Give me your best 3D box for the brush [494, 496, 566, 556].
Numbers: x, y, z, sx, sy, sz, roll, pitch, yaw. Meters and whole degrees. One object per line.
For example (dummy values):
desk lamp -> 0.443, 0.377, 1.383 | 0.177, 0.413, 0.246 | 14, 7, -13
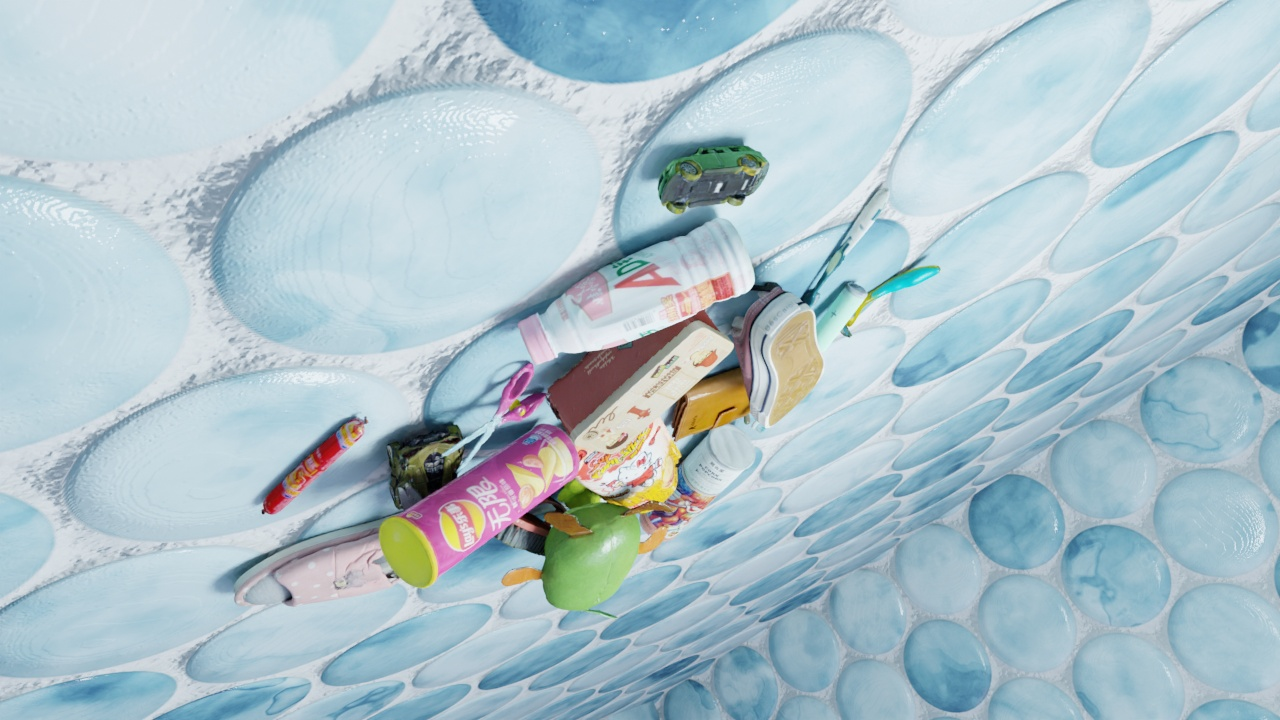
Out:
brush -> -0.138, 0.192, 1.117 | 0.069, 0.063, 0.146 | -59, 154, -6

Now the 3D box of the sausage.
sausage -> -0.291, 0.095, 0.814 | 0.156, 0.020, 0.020 | -39, 153, 22

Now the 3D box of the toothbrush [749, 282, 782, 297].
toothbrush -> 0.079, -0.070, 0.877 | 0.180, 0.015, 0.018 | 1, 152, -48

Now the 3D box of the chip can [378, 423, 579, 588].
chip can -> -0.149, 0.135, 0.892 | 0.209, 0.071, 0.072 | -32, 165, -47

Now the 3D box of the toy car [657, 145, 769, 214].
toy car -> 0.053, -0.139, 0.693 | 0.091, 0.036, 0.043 | -15, 154, -28

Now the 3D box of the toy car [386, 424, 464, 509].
toy car -> -0.210, 0.111, 0.904 | 0.070, 0.042, 0.158 | -17, 156, -22

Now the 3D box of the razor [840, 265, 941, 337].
razor -> 0.283, -0.076, 1.059 | 0.133, 0.028, 0.043 | -30, 124, 11

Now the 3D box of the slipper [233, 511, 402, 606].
slipper -> -0.297, 0.217, 1.001 | 0.273, 0.054, 0.114 | -17, 153, -26

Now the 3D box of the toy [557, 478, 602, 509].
toy -> -0.068, 0.159, 1.147 | 0.096, 0.031, 0.100 | -28, 151, -34

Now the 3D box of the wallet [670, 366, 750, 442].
wallet -> 0.101, 0.049, 1.115 | 0.130, 0.035, 0.119 | -19, 147, -20

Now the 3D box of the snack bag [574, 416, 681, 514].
snack bag -> -0.019, 0.110, 1.068 | 0.128, 0.073, 0.208 | -36, 149, -2

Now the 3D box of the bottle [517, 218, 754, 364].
bottle -> -0.006, -0.053, 0.769 | 0.197, 0.068, 0.068 | -23, 155, -1

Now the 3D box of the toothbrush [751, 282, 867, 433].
toothbrush -> 0.190, 0.002, 1.068 | 0.225, 0.027, 0.026 | -58, 170, 31

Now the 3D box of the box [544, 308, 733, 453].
box -> -0.005, 0.005, 0.879 | 0.168, 0.079, 0.091 | -42, 152, 15

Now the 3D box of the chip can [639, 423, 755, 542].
chip can -> 0.074, 0.173, 1.276 | 0.071, 0.071, 0.215 | -8, 149, -37

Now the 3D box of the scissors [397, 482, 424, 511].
scissors -> -0.209, 0.159, 0.940 | 0.136, 0.022, 0.236 | -33, 155, -40

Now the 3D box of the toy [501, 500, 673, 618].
toy -> -0.061, 0.236, 1.116 | 0.226, 0.090, 0.247 | -7, 142, -24

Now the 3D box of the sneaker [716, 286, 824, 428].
sneaker -> 0.131, -0.011, 0.959 | 0.118, 0.088, 0.241 | -39, 153, -10

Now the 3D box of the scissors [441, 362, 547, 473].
scissors -> -0.133, 0.052, 0.858 | 0.133, 0.017, 0.126 | -33, 156, -40

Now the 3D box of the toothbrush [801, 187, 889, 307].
toothbrush -> 0.206, -0.108, 0.934 | 0.018, 0.016, 0.192 | -25, 158, -32
